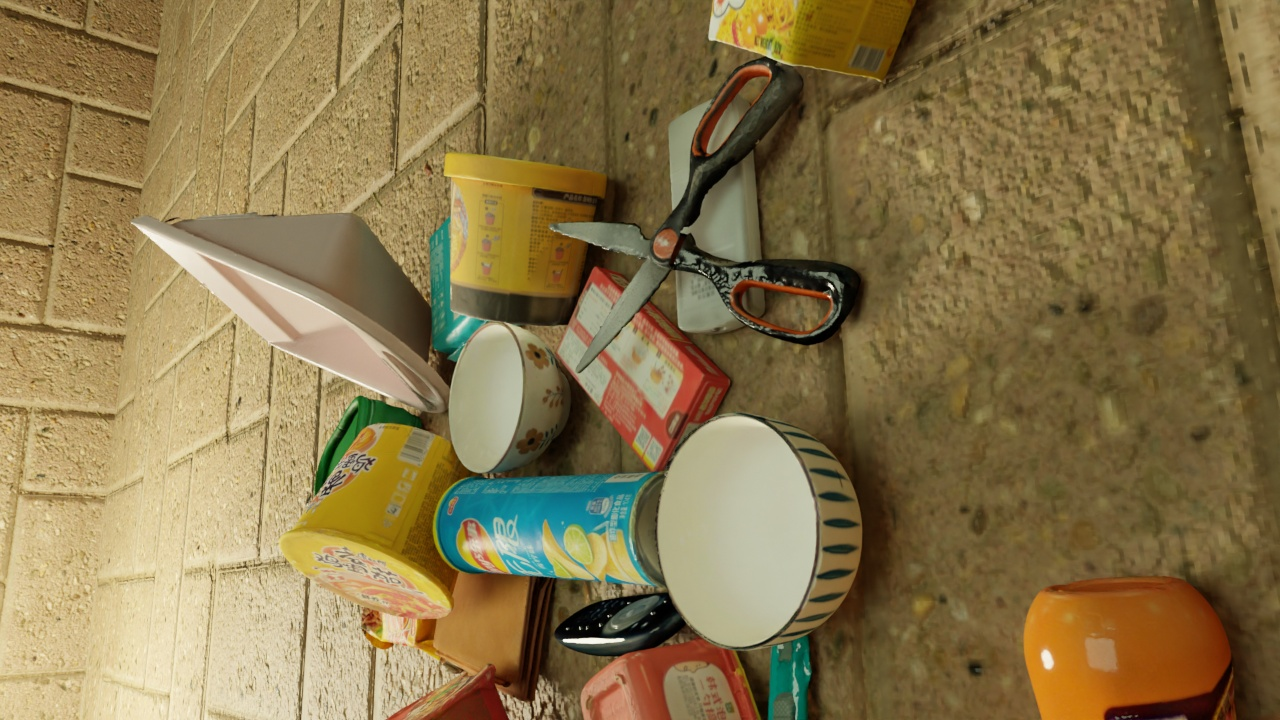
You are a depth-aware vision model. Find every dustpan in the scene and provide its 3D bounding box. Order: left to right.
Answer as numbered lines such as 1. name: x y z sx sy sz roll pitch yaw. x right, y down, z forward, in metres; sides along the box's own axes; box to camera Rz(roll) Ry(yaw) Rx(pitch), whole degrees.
1. dustpan: -0.300 -0.027 0.825 0.274 0.223 0.138 -7 60 14

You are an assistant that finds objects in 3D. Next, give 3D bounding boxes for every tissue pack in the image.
1. tissue pack: -0.143 -0.074 0.792 0.093 0.050 0.133 -32 58 46

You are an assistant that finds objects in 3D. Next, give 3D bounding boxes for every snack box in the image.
1. snack box: -0.004 0.004 0.617 0.153 0.025 0.075 47 118 46
2. snack box: 0.018 0.202 0.501 0.082 0.080 0.091 -46 48 35

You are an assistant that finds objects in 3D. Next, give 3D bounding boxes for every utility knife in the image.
1. utility knife: 0.074 0.210 0.463 0.029 0.013 0.166 -25 54 48

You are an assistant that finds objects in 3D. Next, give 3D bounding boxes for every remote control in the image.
1. remote control: -0.008 0.164 0.566 0.137 0.053 0.024 -26 91 54
2. remote control: 0.047 -0.091 0.574 0.058 0.021 0.150 -15 71 41

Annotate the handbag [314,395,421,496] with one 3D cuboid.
1. handbag: -0.263 0.107 0.869 0.132 0.068 0.120 -53 26 28

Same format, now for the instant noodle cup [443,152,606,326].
1. instant noodle cup: -0.089 -0.089 0.681 0.119 0.118 0.114 18 105 52

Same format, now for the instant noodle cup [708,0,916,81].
1. instant noodle cup: 0.097 -0.219 0.478 0.116 0.115 0.124 41 126 47

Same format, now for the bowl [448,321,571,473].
1. bowl: -0.092 0.031 0.695 0.114 0.062 0.113 -17 69 51

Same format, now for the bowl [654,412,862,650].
1. bowl: 0.068 0.087 0.474 0.117 0.066 0.116 -14 72 50

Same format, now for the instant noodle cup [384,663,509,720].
1. instant noodle cup: -0.139 0.293 0.627 0.138 0.137 0.108 -35 82 42

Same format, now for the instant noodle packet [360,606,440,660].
1. instant noodle packet: -0.208 0.207 0.820 0.129 0.044 0.110 -12 75 50

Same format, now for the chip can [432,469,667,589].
1. chip can: -0.051 0.110 0.604 0.211 0.071 0.071 -9 75 45

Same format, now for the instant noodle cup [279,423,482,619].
1. instant noodle cup: -0.193 0.123 0.719 0.138 0.138 0.109 -29 33 45

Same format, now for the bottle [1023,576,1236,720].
1. bottle: 0.181 0.154 0.324 0.067 0.066 0.149 -18 75 49

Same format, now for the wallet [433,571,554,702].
1. wallet: -0.117 0.198 0.715 0.132 0.031 0.107 -4 75 52

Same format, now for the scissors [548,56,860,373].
1. scissors: 0.033 -0.079 0.549 0.234 0.021 0.221 25 94 36
